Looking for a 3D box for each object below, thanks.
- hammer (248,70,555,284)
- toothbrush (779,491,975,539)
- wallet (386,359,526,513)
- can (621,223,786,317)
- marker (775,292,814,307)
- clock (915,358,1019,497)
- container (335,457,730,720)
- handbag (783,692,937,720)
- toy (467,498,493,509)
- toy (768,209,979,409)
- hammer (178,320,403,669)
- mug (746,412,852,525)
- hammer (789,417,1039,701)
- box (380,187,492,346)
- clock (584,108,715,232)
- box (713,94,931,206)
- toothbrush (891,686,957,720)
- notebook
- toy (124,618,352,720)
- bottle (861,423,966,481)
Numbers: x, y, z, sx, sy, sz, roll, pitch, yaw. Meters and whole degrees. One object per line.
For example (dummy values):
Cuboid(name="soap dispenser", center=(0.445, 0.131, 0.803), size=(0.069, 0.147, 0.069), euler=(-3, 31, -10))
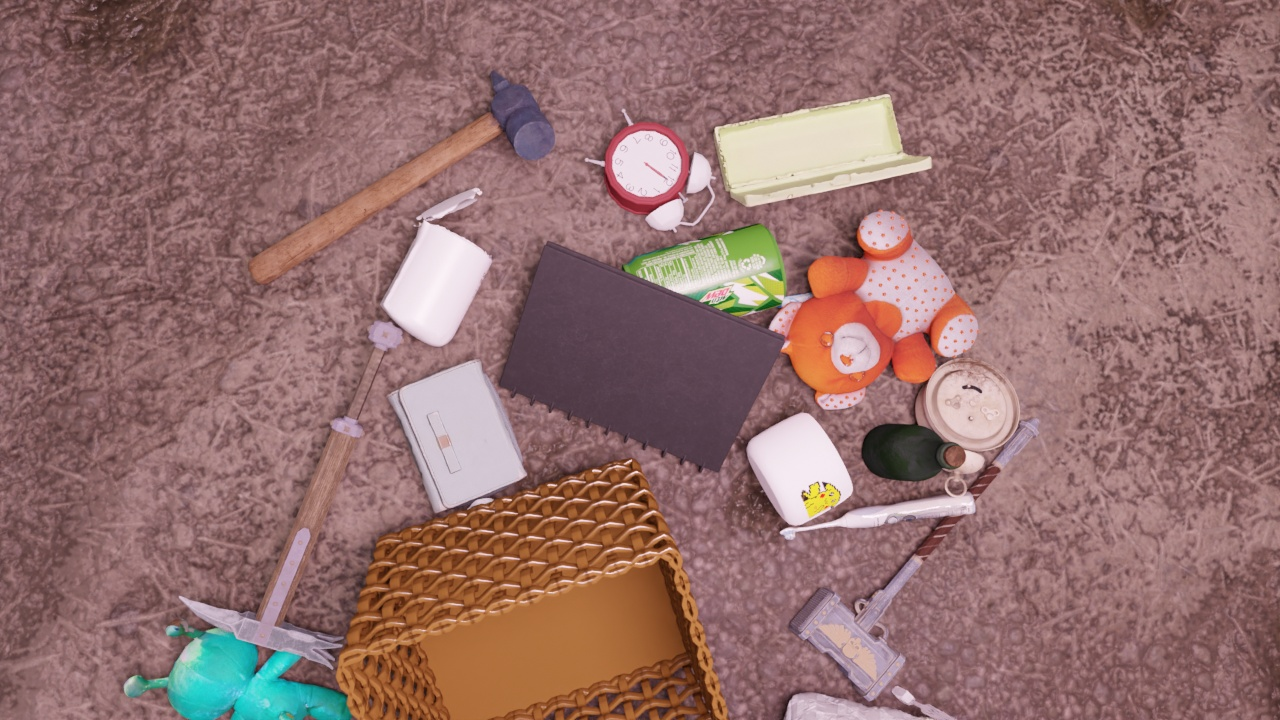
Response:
Cuboid(name="hammer", center=(-0.239, -0.168, 0.884), size=(0.322, 0.040, 0.129), euler=(-32, 48, 2))
Cuboid(name="toothbrush", center=(0.226, 0.150, 0.884), size=(0.185, 0.022, 0.024), euler=(-9, 48, 3))
Cuboid(name="wallet", center=(-0.176, 0.073, 0.881), size=(0.100, 0.054, 0.131), euler=(-24, 91, -2))
Cuboid(name="can", center=(0.060, -0.075, 0.885), size=(0.144, 0.083, 0.083), euler=(-15, 87, -4))
Cuboid(name="marker", center=(0.203, -0.069, 0.927), size=(0.142, 0.013, 0.013), euler=(-10, 87, -4))
Cuboid(name="clock", center=(0.312, 0.066, 0.896), size=(0.093, 0.055, 0.140), euler=(14, 70, -1))
Cuboid(name="container", center=(-0.079, 0.245, 0.763), size=(0.251, 0.214, 0.219), euler=(-17, 104, -4))
Cuboid(name="handbag", center=(0.210, 0.384, 0.850), size=(0.171, 0.112, 0.123), euler=(11, 120, 9))
Cuboid(name="toy", center=(-0.137, 0.164, 0.875), size=(0.125, 0.037, 0.076), euler=(-10, 123, 1))
Cuboid(name="toy", center=(0.218, -0.038, 0.882), size=(0.172, 0.093, 0.164), euler=(-41, 104, 5))
Cuboid(name="hammer", center=(-0.293, 0.110, 0.842), size=(0.147, 0.028, 0.316), euler=(22, 87, -14))
Cuboid(name="mug", center=(0.152, 0.111, 0.878), size=(0.068, 0.094, 0.116), euler=(-29, 130, -2))
Cuboid(name="hammer", center=(0.290, 0.176, 0.904), size=(0.098, 0.044, 0.321), euler=(43, 83, 0))
Cuboid(name="box", center=(-0.188, -0.099, 0.873), size=(0.091, 0.081, 0.159), euler=(31, 84, -16))
Cuboid(name="clock", center=(0.014, -0.184, 0.909), size=(0.124, 0.044, 0.087), euler=(36, 85, 1))
Cuboid(name="box", center=(0.176, -0.199, 0.913), size=(0.188, 0.061, 0.133), euler=(-13, 48, -5))
Cuboid(name="toothbrush", center=(0.262, 0.313, 0.820), size=(0.010, 0.182, 0.010), euler=(-43, 86, -11))
Cuboid(name="notebook", center=(-0.005, 0.005, 0.863), size=(0.231, 0.019, 0.169), euler=(22, 121, -1))
Cuboid(name="toy", center=(-0.362, 0.306, 0.846), size=(0.193, 0.072, 0.130), euler=(30, 79, -9))
Cuboid(name="bottle", center=(0.254, 0.085, 0.838), size=(0.055, 0.174, 0.055), euler=(0, 86, -3))
